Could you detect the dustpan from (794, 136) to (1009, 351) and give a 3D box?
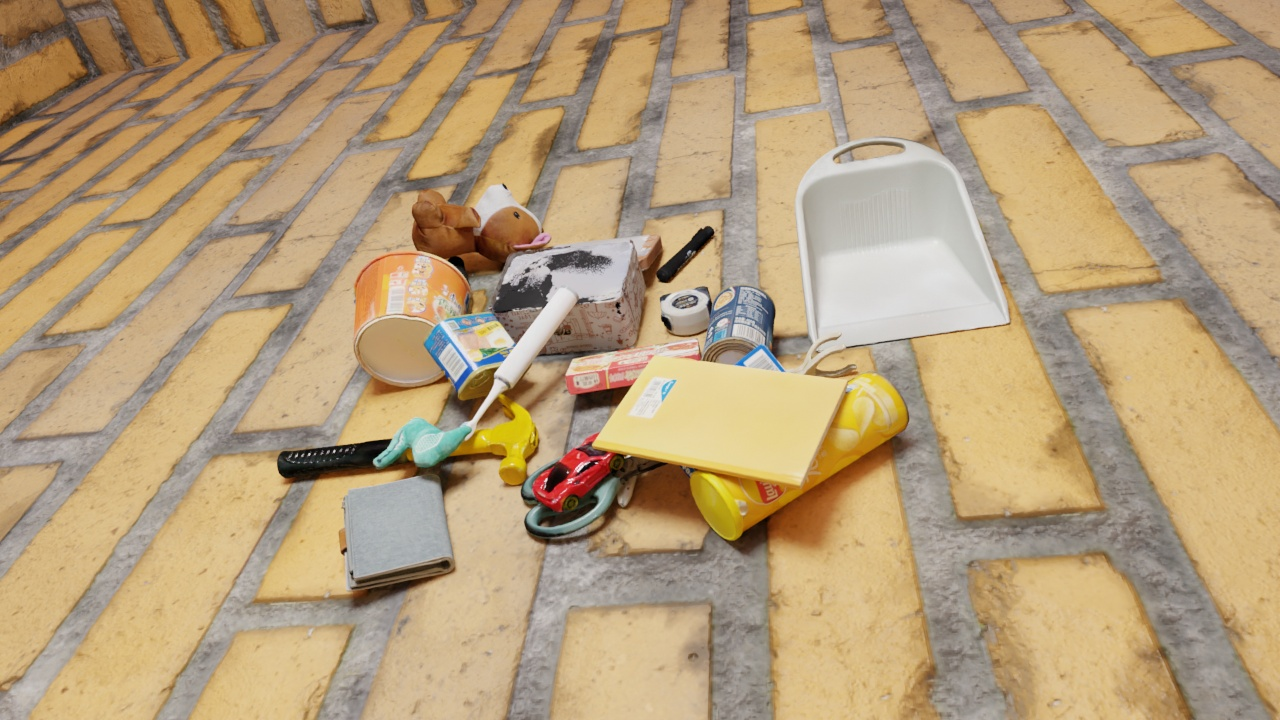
[{"bbox_3d":[0.294,-0.154,1.097,0.223,0.143,0.257,-9,33,8],"label":"dustpan"}]

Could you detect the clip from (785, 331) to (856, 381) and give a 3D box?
[{"bbox_3d":[0.185,0.002,0.980,0.101,0.096,0.035,1,36,2],"label":"clip"}]

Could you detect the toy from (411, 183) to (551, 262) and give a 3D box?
[{"bbox_3d":[-0.233,-0.201,1.348,0.199,0.131,0.140,11,20,-13],"label":"toy"}]

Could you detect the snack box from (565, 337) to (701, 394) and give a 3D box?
[{"bbox_3d":[-0.006,0.006,1.053,0.153,0.025,0.075,-10,14,6],"label":"snack box"}]

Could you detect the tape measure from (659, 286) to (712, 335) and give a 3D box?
[{"bbox_3d":[0.058,-0.060,1.138,0.066,0.034,0.066,-12,32,6],"label":"tape measure"}]

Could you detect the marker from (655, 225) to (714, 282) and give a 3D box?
[{"bbox_3d":[0.062,-0.150,1.275,0.022,0.020,0.131,21,46,25],"label":"marker"}]

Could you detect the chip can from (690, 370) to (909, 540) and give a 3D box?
[{"bbox_3d":[0.151,0.086,0.866,0.213,0.072,0.072,-28,37,-21],"label":"chip can"}]

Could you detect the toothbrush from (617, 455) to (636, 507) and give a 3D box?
[{"bbox_3d":[-0.001,0.086,0.970,0.016,0.017,0.187,-10,36,19],"label":"toothbrush"}]

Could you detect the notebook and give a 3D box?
[{"bbox_3d":[0.075,0.051,0.865,0.207,0.010,0.145,8,41,27],"label":"notebook"}]

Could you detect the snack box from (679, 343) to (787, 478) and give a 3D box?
[{"bbox_3d":[0.094,0.058,0.923,0.156,0.026,0.084,-35,82,-28],"label":"snack box"}]

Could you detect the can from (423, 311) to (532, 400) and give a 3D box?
[{"bbox_3d":[-0.191,-0.007,1.074,0.083,0.057,0.101,51,32,17],"label":"can"}]

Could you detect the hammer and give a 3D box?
[{"bbox_3d":[-0.259,0.099,1.023,0.301,0.033,0.128,-8,35,8],"label":"hammer"}]

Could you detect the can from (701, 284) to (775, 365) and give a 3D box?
[{"bbox_3d":[0.111,-0.025,1.033,0.075,0.075,0.110,-3,36,15],"label":"can"}]

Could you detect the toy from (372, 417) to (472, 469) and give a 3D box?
[{"bbox_3d":[-0.236,0.090,0.977,0.096,0.030,0.092,-41,38,-22],"label":"toy"}]

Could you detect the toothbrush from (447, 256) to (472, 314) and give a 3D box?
[{"bbox_3d":[-0.250,-0.091,1.295,0.026,0.027,0.212,-6,33,-15],"label":"toothbrush"}]

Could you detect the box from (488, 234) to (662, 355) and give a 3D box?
[{"bbox_3d":[-0.078,-0.114,1.218,0.179,0.103,0.260,-4,41,15],"label":"box"}]

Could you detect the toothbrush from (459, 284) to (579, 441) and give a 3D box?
[{"bbox_3d":[-0.138,0.002,1.031,0.026,0.027,0.220,6,53,45],"label":"toothbrush"}]

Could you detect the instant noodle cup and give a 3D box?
[{"bbox_3d":[-0.290,-0.046,1.148,0.151,0.151,0.111,-11,43,4],"label":"instant noodle cup"}]

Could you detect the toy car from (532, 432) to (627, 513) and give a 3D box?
[{"bbox_3d":[-0.057,0.104,0.901,0.106,0.031,0.049,-38,38,-23],"label":"toy car"}]

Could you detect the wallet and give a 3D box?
[{"bbox_3d":[-0.245,0.171,0.914,0.106,0.037,0.129,-10,35,-13],"label":"wallet"}]

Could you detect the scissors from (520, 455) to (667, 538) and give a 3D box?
[{"bbox_3d":[-0.038,0.129,0.898,0.185,0.019,0.129,-13,36,18],"label":"scissors"}]
